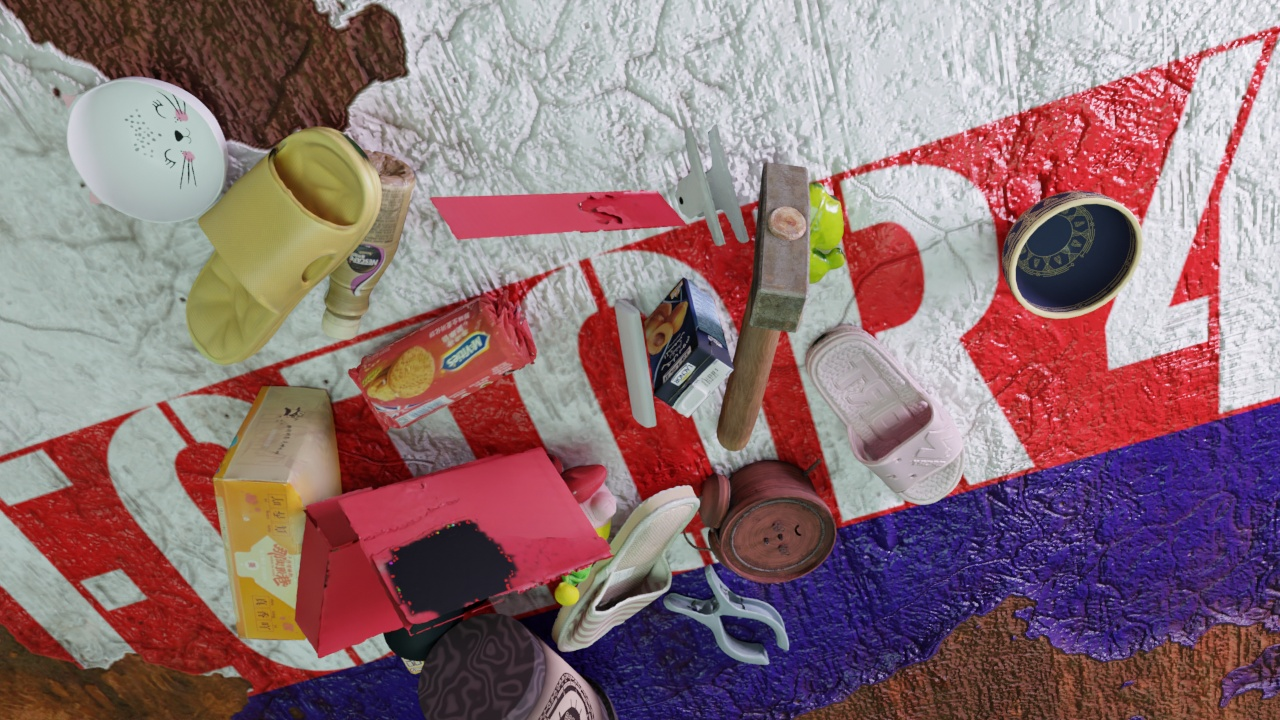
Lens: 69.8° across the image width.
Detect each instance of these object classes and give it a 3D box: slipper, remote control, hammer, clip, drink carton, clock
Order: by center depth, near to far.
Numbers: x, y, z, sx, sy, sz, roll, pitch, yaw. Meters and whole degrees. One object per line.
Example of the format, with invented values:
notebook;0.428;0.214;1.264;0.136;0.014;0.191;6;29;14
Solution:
slipper;-0.311;-0.086;0.738;0.264;0.078;0.099;-42;80;31
clip;0.050;-0.141;0.764;0.056;0.056;0.102;-15;89;19
hammer;0.100;-0.017;0.800;0.037;0.157;0.301;8;142;2
drink carton;0.040;-0.014;0.801;0.040;0.129;0.064;32;114;-20
remote control;-0.005;0.005;0.866;0.012;0.033;0.131;-25;125;-24
slipper;0.250;0.065;0.903;0.094;0.064;0.239;-35;116;17
clock;0.121;0.166;0.952;0.158;0.072;0.121;-15;121;5
slipper;-0.014;0.231;0.957;0.114;0.052;0.264;-8;139;-43
clip;0.119;0.287;1.054;0.163;0.028;0.112;38;111;-24

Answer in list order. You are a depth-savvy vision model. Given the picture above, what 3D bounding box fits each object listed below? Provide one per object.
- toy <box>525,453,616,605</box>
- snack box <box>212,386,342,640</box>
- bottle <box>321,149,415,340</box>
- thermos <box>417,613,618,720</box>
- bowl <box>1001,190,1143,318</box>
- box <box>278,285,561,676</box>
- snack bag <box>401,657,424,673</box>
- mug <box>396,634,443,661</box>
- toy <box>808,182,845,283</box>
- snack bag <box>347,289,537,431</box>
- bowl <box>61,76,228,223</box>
toy;-0.078;0.166;0.918;0.124;0.096;0.131;4;123;36
snack box;-0.330;0.145;0.868;0.080;0.145;0.196;4;121;-6
bottle;-0.238;-0.092;0.777;0.059;0.059;0.166;17;120;-13
thermos;-0.131;0.385;0.992;0.173;0.172;0.226;-17;134;7
bowl;0.370;-0.100;0.808;0.112;0.061;0.113;-2;122;-3
box;-0.273;0.103;0.901;0.216;0.351;0.198;-13;133;-44
snack bag;-0.269;0.328;1.059;0.026;0.020;0.099;-13;121;6
mug;-0.217;0.260;0.991;0.121;0.085;0.095;-9;128;-33
toy;0.143;-0.110;0.804;0.094;0.036;0.094;21;126;-14
snack bag;-0.175;0.001;0.832;0.176;0.082;0.082;-26;120;13
bowl;-0.380;-0.171;0.724;0.114;0.050;0.115;-2;122;-3
